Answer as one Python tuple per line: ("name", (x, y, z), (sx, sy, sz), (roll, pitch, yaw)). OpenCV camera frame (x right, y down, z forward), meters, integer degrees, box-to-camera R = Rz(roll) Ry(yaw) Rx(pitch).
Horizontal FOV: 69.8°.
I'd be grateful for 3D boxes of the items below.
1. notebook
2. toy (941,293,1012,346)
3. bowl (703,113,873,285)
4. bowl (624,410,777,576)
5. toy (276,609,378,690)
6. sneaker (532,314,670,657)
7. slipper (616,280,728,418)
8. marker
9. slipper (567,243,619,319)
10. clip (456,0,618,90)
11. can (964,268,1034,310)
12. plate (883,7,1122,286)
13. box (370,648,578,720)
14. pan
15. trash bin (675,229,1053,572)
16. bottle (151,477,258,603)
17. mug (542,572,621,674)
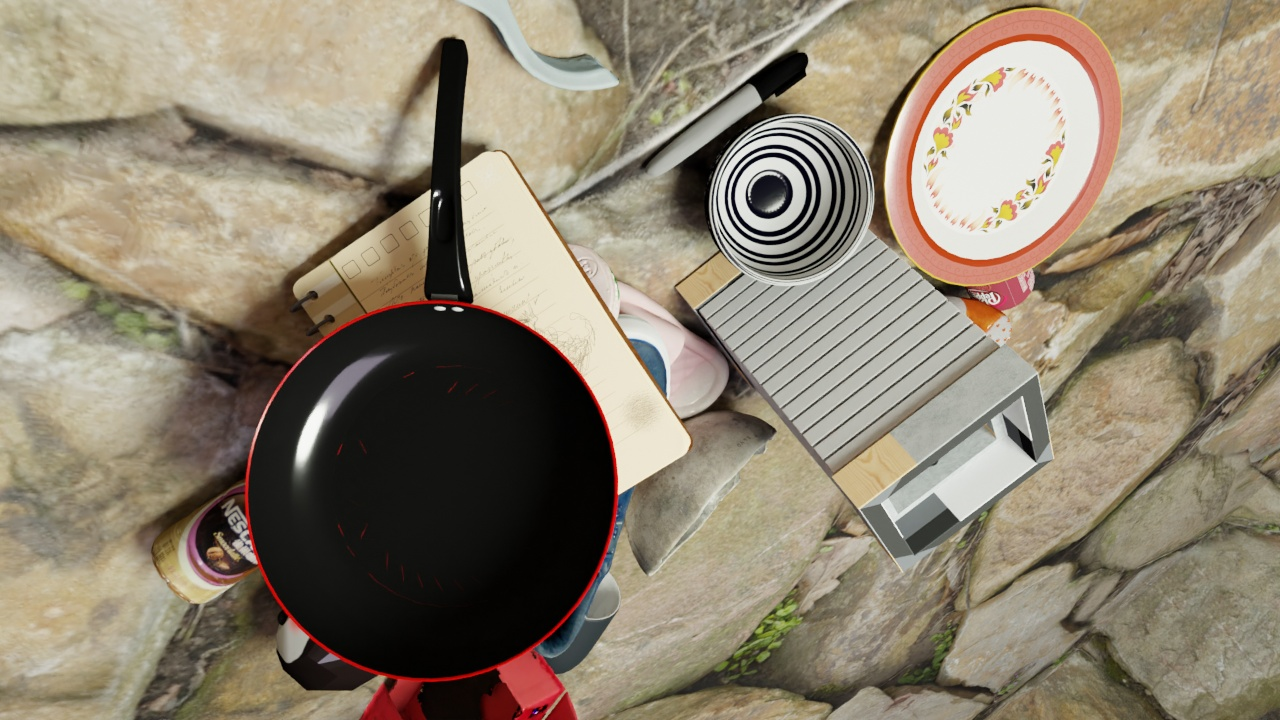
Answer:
("notebook", (-0.095, 0.007, 0.576), (0.167, 0.225, 0.024), (-32, -174, 5))
("toy", (0.279, 0.016, 0.927), (0.163, 0.092, 0.173), (-16, 140, -12))
("bowl", (0.102, -0.120, 0.675), (0.120, 0.066, 0.120), (-2, 106, -8))
("bowl", (0.040, 0.107, 0.843), (0.178, 0.081, 0.178), (-48, 169, -13))
("toy", (-0.208, 0.199, 0.724), (0.184, 0.140, 0.158), (-44, 167, 21))
("sneaker", (-0.043, 0.110, 0.690), (0.120, 0.127, 0.295), (6, 119, -25))
("slipper", (-0.004, 0.004, 0.743), (0.107, 0.055, 0.221), (-47, 140, 17))
("marker", (0.062, -0.170, 0.639), (0.138, 0.022, 0.016), (-37, 147, 0))
("slipper", (-0.113, 0.014, 0.637), (0.239, 0.094, 0.064), (-33, 158, 3))
("clip", (-0.065, -0.191, 0.524), (0.173, 0.030, 0.159), (-15, 135, -23))
("can", (0.335, -0.096, 0.878), (0.063, 0.063, 0.114), (-42, 141, 8))
("plate", (0.301, -0.174, 0.770), (0.229, 0.021, 0.230), (-8, 117, -16))
("box", (-0.139, 0.392, 0.832), (0.121, 0.318, 0.211), (15, 121, -34))
("pan", (-0.113, -0.002, 0.529), (0.209, 0.356, 0.067), (3, 174, 4))
("trash bin", (0.169, 0.007, 0.716), (0.142, 0.247, 0.142), (-38, 141, 3))
("bottle", (-0.260, 0.104, 0.657), (0.166, 0.059, 0.060), (-35, 141, -8))
("mug", (-0.094, 0.249, 0.915), (0.121, 0.085, 0.095), (22, 118, -15))
